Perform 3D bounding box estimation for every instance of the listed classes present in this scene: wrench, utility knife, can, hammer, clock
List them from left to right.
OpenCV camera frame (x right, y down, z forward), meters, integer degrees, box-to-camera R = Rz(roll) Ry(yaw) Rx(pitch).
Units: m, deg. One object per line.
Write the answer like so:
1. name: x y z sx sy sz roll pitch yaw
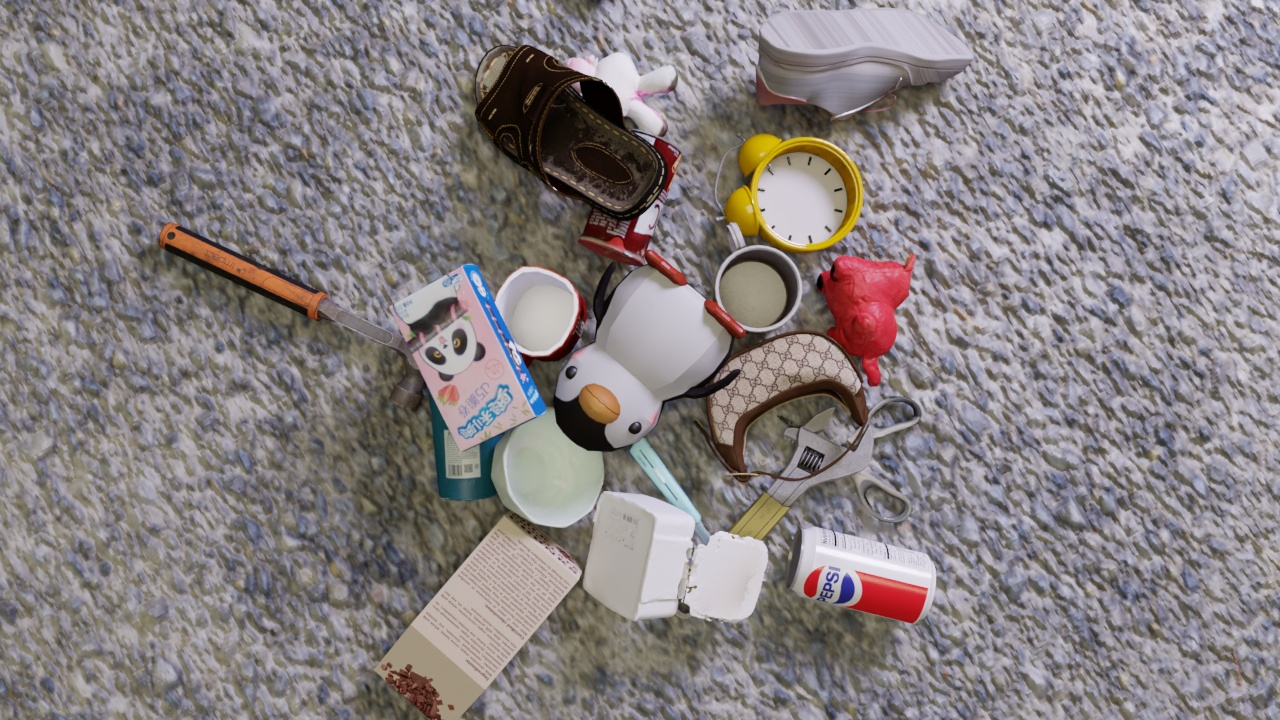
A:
1. hammer: -0.343 -0.076 0.943 0.314 0.035 0.137 25 88 2
2. utility knife: 0.037 0.138 0.931 0.022 0.015 0.141 -40 82 15
3. wrench: 0.128 0.158 0.927 0.083 0.018 0.273 40 91 10
4. clock: 0.151 -0.169 0.931 0.152 0.052 0.113 15 88 -3
5. can: 0.215 0.210 0.903 0.132 0.070 0.070 13 88 1

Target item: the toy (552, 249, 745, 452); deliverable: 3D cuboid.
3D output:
1. toy: -0.005 0.005 0.882 0.159 0.140 0.184 41 91 2

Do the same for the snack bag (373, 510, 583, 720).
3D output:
1. snack bag: -0.161 0.258 0.908 0.094 0.070 0.206 40 89 2

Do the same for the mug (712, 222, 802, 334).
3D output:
1. mug: 0.109 -0.081 0.916 0.084 0.070 0.113 -21 87 0

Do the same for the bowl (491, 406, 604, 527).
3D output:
1. bowl: -0.099 0.107 0.908 0.117 0.061 0.117 9 75 -37

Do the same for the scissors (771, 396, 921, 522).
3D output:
1. scissors: 0.220 0.094 0.936 0.171 0.012 0.157 45 90 3

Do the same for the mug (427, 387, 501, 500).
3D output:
1. mug: -0.173 0.075 0.916 0.078 0.078 0.121 -1 92 1

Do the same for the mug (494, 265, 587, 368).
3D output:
1. mug: -0.105 -0.030 0.905 0.080 0.096 0.116 25 88 2

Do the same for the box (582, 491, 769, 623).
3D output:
1. box: 0.043 0.195 0.893 0.131 0.152 0.107 7 94 -40

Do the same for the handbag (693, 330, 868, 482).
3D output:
1. handbag: 0.139 0.052 0.907 0.166 0.063 0.138 -23 75 3

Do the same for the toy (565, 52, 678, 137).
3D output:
1. toy: -0.023 -0.278 0.944 0.122 0.038 0.079 20 101 2

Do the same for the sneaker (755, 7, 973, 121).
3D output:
1. sneaker: 0.218 -0.290 0.925 0.236 0.090 0.099 -4 53 -18

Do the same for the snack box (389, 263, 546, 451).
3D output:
1. snack box: -0.160 -0.001 0.849 0.088 0.033 0.154 -26 91 18

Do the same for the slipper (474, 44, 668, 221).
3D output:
1. slipper: -0.081 -0.230 0.887 0.268 0.075 0.113 43 97 27

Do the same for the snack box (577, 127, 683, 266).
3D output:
1. snack box: -0.009 -0.163 0.922 0.072 0.072 0.121 20 87 2

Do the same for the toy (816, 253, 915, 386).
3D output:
1. toy: 0.239 -0.042 0.911 0.094 0.088 0.133 -10 89 -10
